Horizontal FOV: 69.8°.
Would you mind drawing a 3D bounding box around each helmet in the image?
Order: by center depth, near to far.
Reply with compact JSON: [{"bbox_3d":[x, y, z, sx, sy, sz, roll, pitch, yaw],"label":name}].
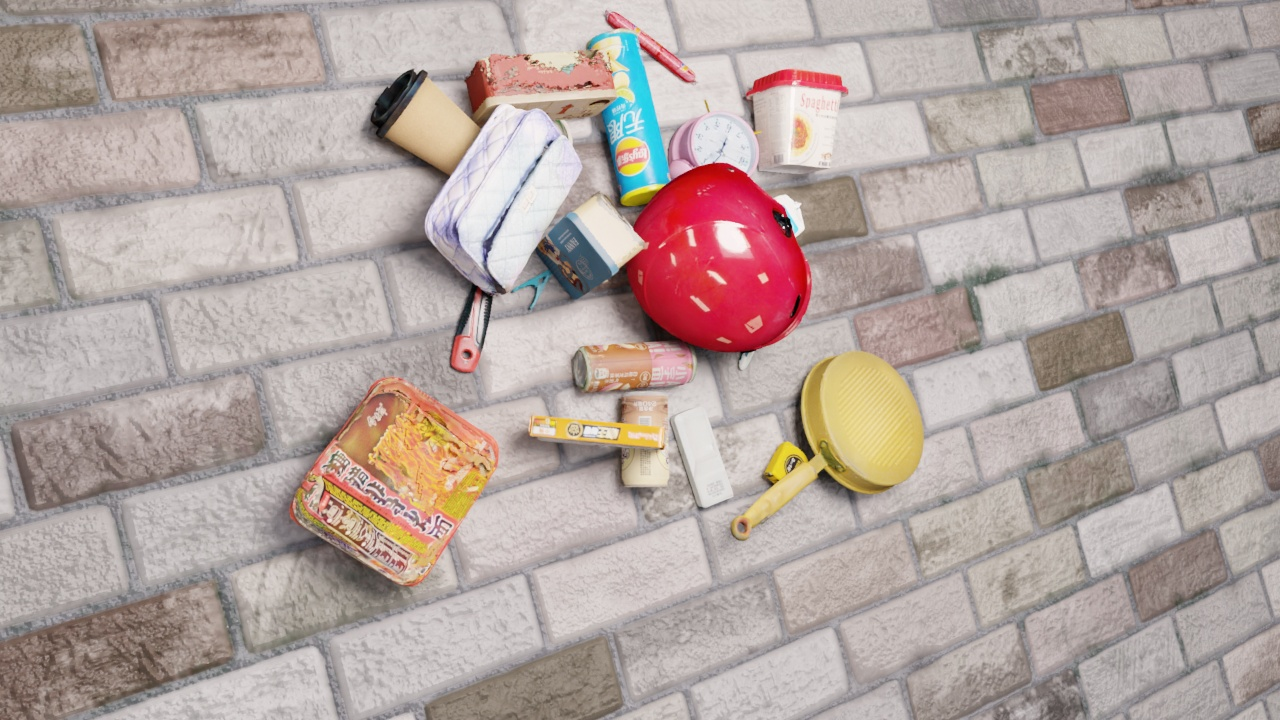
[{"bbox_3d":[0.085,-0.104,1.089,0.240,0.207,0.143,46,26,1],"label":"helmet"}]

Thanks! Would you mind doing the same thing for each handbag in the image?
[{"bbox_3d":[-0.150,-0.183,1.046,0.193,0.076,0.134,-61,150,-14],"label":"handbag"}]

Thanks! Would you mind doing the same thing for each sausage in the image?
[{"bbox_3d":[0.016,-0.420,1.231,0.156,0.020,0.020,33,71,-16],"label":"sausage"}]

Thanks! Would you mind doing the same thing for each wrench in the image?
[{"bbox_3d":[-0.176,-0.117,1.099,0.056,0.016,0.273,20,78,-17],"label":"wrench"}]

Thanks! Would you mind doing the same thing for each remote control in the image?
[{"bbox_3d":[0.079,0.123,1.178,0.049,0.024,0.125,-18,91,-24],"label":"remote control"}]

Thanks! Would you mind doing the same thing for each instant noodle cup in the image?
[{"bbox_3d":[-0.264,0.128,0.997,0.164,0.079,0.188,38,71,-15],"label":"instant noodle cup"},{"bbox_3d":[0.212,-0.324,1.259,0.116,0.117,0.124,0,95,-24],"label":"instant noodle cup"}]

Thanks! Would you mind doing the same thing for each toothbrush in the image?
[{"bbox_3d":[0.173,-0.071,1.250,0.016,0.018,0.191,30,72,-17],"label":"toothbrush"}]

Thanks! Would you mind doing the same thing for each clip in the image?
[{"bbox_3d":[-0.129,-0.092,1.124,0.033,0.013,0.054,45,68,-13],"label":"clip"}]

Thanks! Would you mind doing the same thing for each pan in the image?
[{"bbox_3d":[0.245,0.123,1.212,0.356,0.078,0.197,-36,92,-38],"label":"pan"}]

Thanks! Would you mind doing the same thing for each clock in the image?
[{"bbox_3d":[0.095,-0.258,1.220,0.117,0.060,0.158,24,75,-18],"label":"clock"}]

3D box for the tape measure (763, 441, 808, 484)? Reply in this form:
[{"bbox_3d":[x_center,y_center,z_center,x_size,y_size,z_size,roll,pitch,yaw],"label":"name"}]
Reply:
[{"bbox_3d":[0.196,0.144,1.222,0.057,0.029,0.059,40,61,-14],"label":"tape measure"}]

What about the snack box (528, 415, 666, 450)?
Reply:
[{"bbox_3d":[-0.048,0.085,1.066,0.154,0.075,0.026,5,81,5],"label":"snack box"}]

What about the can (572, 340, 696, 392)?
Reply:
[{"bbox_3d":[-0.007,0.007,1.138,0.147,0.058,0.058,-4,84,-24],"label":"can"}]

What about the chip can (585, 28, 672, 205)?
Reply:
[{"bbox_3d":[-0.013,-0.309,1.173,0.071,0.071,0.210,-12,87,-25],"label":"chip can"}]

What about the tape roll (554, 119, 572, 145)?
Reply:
[{"bbox_3d":[-0.127,-0.277,1.150,0.085,0.014,0.085,4,81,-23],"label":"tape roll"}]

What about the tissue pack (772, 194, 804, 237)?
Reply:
[{"bbox_3d":[0.143,-0.162,1.210,0.139,0.090,0.063,-39,103,-23],"label":"tissue pack"}]

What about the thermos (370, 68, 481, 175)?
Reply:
[{"bbox_3d":[-0.236,-0.266,1.066,0.143,0.093,0.093,36,70,-24],"label":"thermos"}]

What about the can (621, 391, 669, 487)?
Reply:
[{"bbox_3d":[0.006,0.098,1.130,0.058,0.059,0.116,2,82,-23],"label":"can"}]

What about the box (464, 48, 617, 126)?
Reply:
[{"bbox_3d":[-0.120,-0.336,1.103,0.168,0.091,0.076,-12,91,-25],"label":"box"}]

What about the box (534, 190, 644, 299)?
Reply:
[{"bbox_3d":[-0.060,-0.132,1.066,0.059,0.184,0.090,-41,95,-17],"label":"box"}]
